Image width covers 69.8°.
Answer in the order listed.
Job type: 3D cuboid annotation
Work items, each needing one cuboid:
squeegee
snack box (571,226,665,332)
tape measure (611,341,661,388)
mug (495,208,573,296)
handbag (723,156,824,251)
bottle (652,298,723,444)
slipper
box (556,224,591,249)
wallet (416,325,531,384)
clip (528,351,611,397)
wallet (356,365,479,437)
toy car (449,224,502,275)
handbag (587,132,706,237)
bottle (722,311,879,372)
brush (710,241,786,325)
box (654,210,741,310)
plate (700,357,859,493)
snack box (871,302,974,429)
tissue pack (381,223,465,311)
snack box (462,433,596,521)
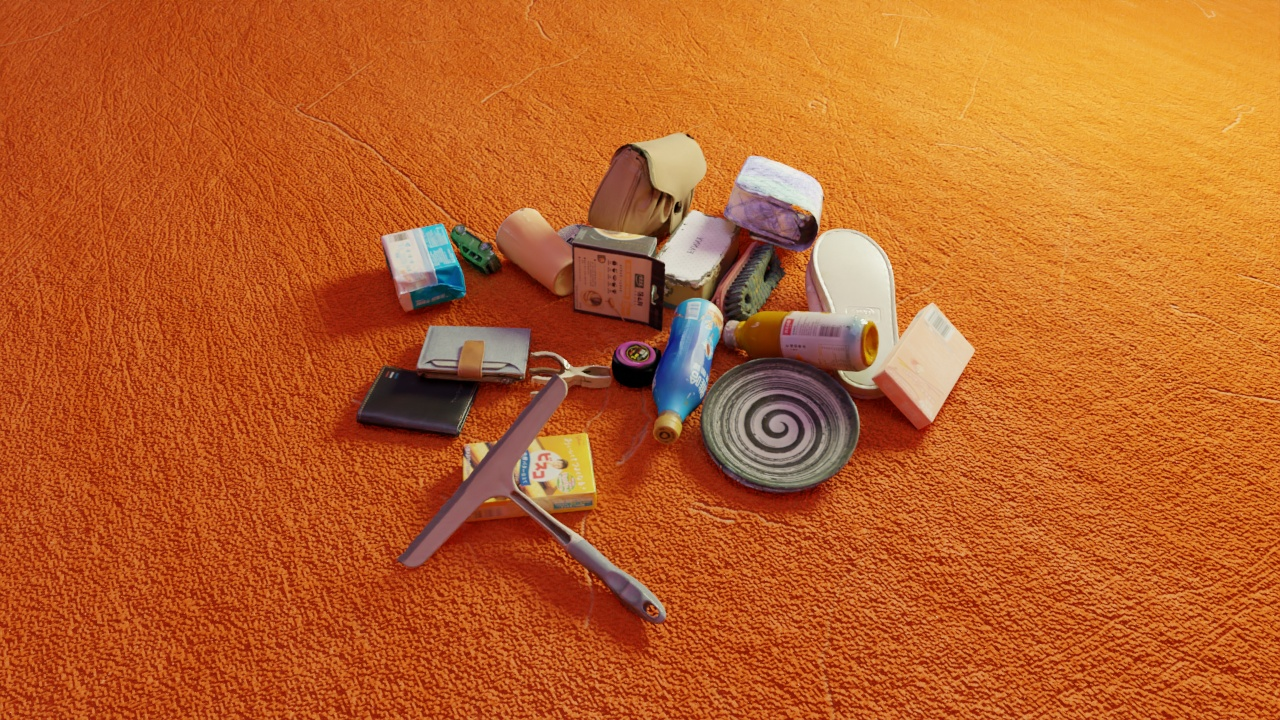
[{"bbox_3d":[-0.070,0.180,0.913,0.246,0.039,0.246,36,79,18],"label":"squeegee"},{"bbox_3d":[-0.025,-0.105,1.188,0.126,0.113,0.053,11,43,9],"label":"snack box"},{"bbox_3d":[-0.007,0.007,1.120,0.058,0.039,0.056,12,42,4],"label":"tape measure"},{"bbox_3d":[-0.133,-0.145,1.263,0.078,0.078,0.123,-28,55,-29],"label":"mug"},{"bbox_3d":[0.196,-0.226,1.322,0.134,0.076,0.193,21,29,4],"label":"handbag"},{"bbox_3d":[0.052,0.013,1.095,0.065,0.065,0.218,9,43,8],"label":"bottle"},{"bbox_3d":[0.277,-0.061,1.188,0.114,0.054,0.273,-3,54,1],"label":"slipper"},{"bbox_3d":[-0.053,-0.142,1.287,0.070,0.058,0.164,-9,38,-47],"label":"box"},{"bbox_3d":[-0.203,-0.011,1.127,0.129,0.037,0.106,2,32,-2],"label":"wallet"},{"bbox_3d":[-0.091,0.027,1.101,0.103,0.035,0.092,18,40,7],"label":"clip"},{"bbox_3d":[-0.260,0.048,1.083,0.122,0.020,0.096,8,42,4],"label":"wallet"},{"bbox_3d":[-0.234,-0.155,1.289,0.091,0.043,0.036,39,76,24],"label":"toy car"},{"bbox_3d":[0.018,-0.238,1.295,0.100,0.148,0.203,29,30,18],"label":"handbag"},{"bbox_3d":[0.191,-0.026,1.116,0.190,0.068,0.067,5,38,35],"label":"bottle"},{"bbox_3d":[0.135,-0.096,1.227,0.069,0.063,0.145,-7,33,40],"label":"brush"},{"bbox_3d":[0.078,-0.142,1.274,0.090,0.060,0.183,20,43,17],"label":"box"},{"bbox_3d":[0.156,0.075,1.042,0.179,0.024,0.179,-2,53,2],"label":"plate"},{"bbox_3d":[0.344,0.004,1.109,0.084,0.026,0.156,48,52,-2],"label":"snack box"},{"bbox_3d":[-0.294,-0.127,1.242,0.090,0.063,0.140,-15,43,-15],"label":"tissue pack"},{"bbox_3d":[-0.121,0.125,0.990,0.140,0.034,0.086,-3,43,-7],"label":"snack box"}]
